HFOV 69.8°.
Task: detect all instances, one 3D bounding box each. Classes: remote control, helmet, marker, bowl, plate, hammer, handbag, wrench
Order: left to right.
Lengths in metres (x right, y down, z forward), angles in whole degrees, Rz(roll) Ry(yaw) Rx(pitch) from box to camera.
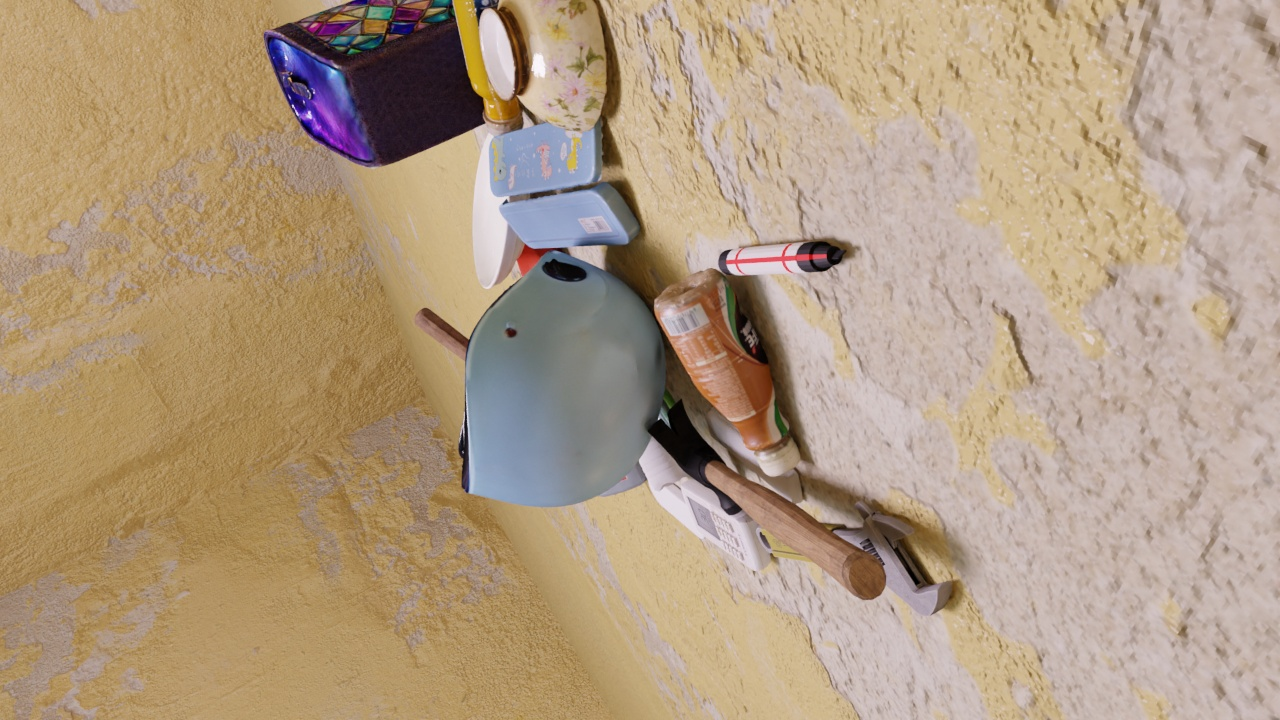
[{"bbox_3d":[-0.266,-0.318,0.975,0.222,0.204,0.126,39,150,40],"label":"handbag"},{"bbox_3d":[-0.158,-0.173,1.050,0.182,0.034,0.182,-179,90,-68],"label":"plate"},{"bbox_3d":[-0.159,0.037,1.192,0.321,0.040,0.129,39,168,-17],"label":"hammer"},{"bbox_3d":[-0.088,-0.252,0.740,0.145,0.063,0.145,49,149,43],"label":"bowl"},{"bbox_3d":[-0.108,-0.101,1.084,0.122,0.035,0.122,54,160,29],"label":"bowl"},{"bbox_3d":[-0.061,0.023,0.855,0.264,0.167,0.226,-70,-7,-53],"label":"helmet"},{"bbox_3d":[0.044,0.167,1.062,0.136,0.013,0.043,29,142,61],"label":"remote control"},{"bbox_3d":[0.084,0.162,0.920,0.138,0.025,0.060,20,134,66],"label":"remote control"},{"bbox_3d":[0.096,0.081,0.793,0.131,0.012,0.033,39,150,54],"label":"remote control"},{"bbox_3d":[0.091,0.108,0.710,0.132,0.040,0.305,49,173,-18],"label":"hammer"},{"bbox_3d":[0.090,-0.065,0.592,0.019,0.019,0.146,68,162,-12],"label":"marker"},{"bbox_3d":[0.151,0.148,0.718,0.083,0.018,0.274,64,163,1],"label":"wrench"}]

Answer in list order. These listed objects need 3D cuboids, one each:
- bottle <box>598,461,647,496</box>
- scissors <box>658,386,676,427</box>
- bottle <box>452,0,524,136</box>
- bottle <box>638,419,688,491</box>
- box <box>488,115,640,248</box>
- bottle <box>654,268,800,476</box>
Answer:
[{"bbox_3d":[-0.052,0.084,1.130,0.161,0.072,0.046,66,-154,-7],"label":"bottle"},{"bbox_3d":[-0.003,0.004,0.975,0.174,0.033,0.065,52,163,25],"label":"scissors"},{"bbox_3d":[-0.143,-0.298,0.877,0.053,0.053,0.186,52,159,33],"label":"bottle"},{"bbox_3d":[0.003,0.074,0.997,0.136,0.044,0.044,61,163,8],"label":"bottle"},{"bbox_3d":[-0.084,-0.163,0.869,0.210,0.039,0.126,8,124,55],"label":"box"},{"bbox_3d":[0.072,0.014,0.694,0.167,0.059,0.059,60,164,-16],"label":"bottle"}]
